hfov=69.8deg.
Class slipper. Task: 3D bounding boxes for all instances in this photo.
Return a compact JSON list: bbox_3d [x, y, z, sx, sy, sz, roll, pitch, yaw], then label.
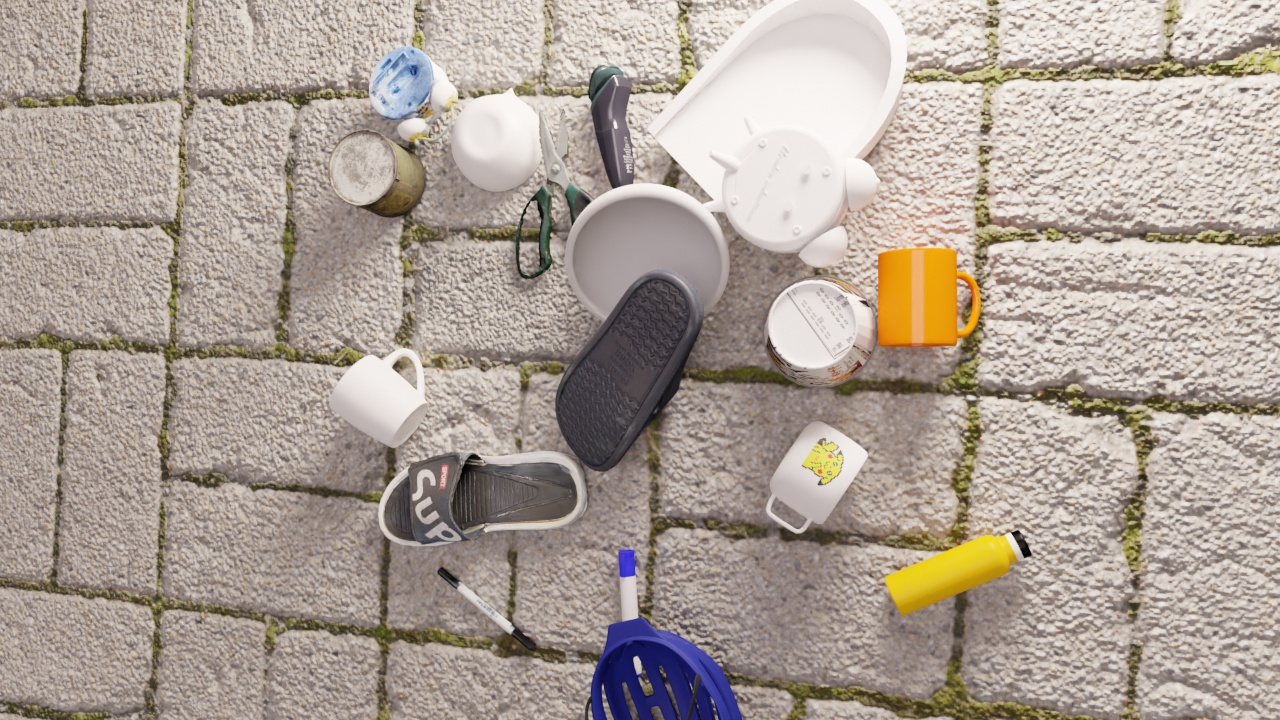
[{"bbox_3d":[-0.006,0.006,1.007,0.110,0.083,0.269,42,125,15],"label":"slipper"},{"bbox_3d":[-0.194,0.160,1.069,0.264,0.063,0.111,-6,88,12],"label":"slipper"}]

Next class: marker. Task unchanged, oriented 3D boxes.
[{"bbox_3d":[-0.183,0.295,1.089,0.152,0.011,0.011,35,97,13],"label":"marker"},{"bbox_3d":[-0.012,0.287,1.041,0.020,0.020,0.141,-4,88,14],"label":"marker"}]

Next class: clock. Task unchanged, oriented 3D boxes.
[{"bbox_3d":[-0.266,-0.312,1.090,0.089,0.052,0.125,-41,71,13],"label":"clock"},{"bbox_3d":[0.148,-0.173,0.932,0.161,0.072,0.125,29,101,18],"label":"clock"}]

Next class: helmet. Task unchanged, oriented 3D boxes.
[{"bbox_3d":[0.013,0.387,0.927,0.148,0.227,0.241,-19,87,21],"label":"helmet"}]

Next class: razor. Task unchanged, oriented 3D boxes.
[{"bbox_3d":[-0.029,-0.262,1.044,0.052,0.047,0.143,-11,89,38],"label":"razor"}]

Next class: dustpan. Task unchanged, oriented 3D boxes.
[{"bbox_3d":[0.160,-0.278,0.975,0.258,0.053,0.191,-42,77,5],"label":"dustpan"}]

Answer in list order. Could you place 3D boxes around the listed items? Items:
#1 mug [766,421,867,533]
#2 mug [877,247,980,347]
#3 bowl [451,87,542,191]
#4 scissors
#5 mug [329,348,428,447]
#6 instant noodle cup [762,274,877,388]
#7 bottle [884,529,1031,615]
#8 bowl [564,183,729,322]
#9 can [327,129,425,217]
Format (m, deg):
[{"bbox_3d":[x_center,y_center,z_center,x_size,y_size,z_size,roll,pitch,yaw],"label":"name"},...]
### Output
[{"bbox_3d":[0.178,0.124,0.953,0.068,0.094,0.115,34,75,14],"label":"mug"},{"bbox_3d":[0.301,-0.063,0.945,0.112,0.078,0.096,0,89,-14],"label":"mug"},{"bbox_3d":[-0.175,-0.260,1.074,0.115,0.050,0.114,0,89,14],"label":"bowl"},{"bbox_3d":[-0.112,-0.187,1.064,0.137,0.015,0.209,-16,91,24],"label":"scissors"},{"bbox_3d":[-0.298,0.039,1.096,0.087,0.081,0.114,36,66,6],"label":"mug"},{"bbox_3d":[0.181,-0.033,0.944,0.124,0.121,0.123,0,89,14],"label":"instant noodle cup"},{"bbox_3d":[0.327,0.215,0.944,0.144,0.043,0.043,-27,83,12],"label":"bottle"},{"bbox_3d":[0.009,-0.117,1.001,0.176,0.066,0.177,4,125,5],"label":"bowl"},{"bbox_3d":[-0.314,-0.222,1.098,0.090,0.074,0.090,-1,87,14],"label":"can"}]
